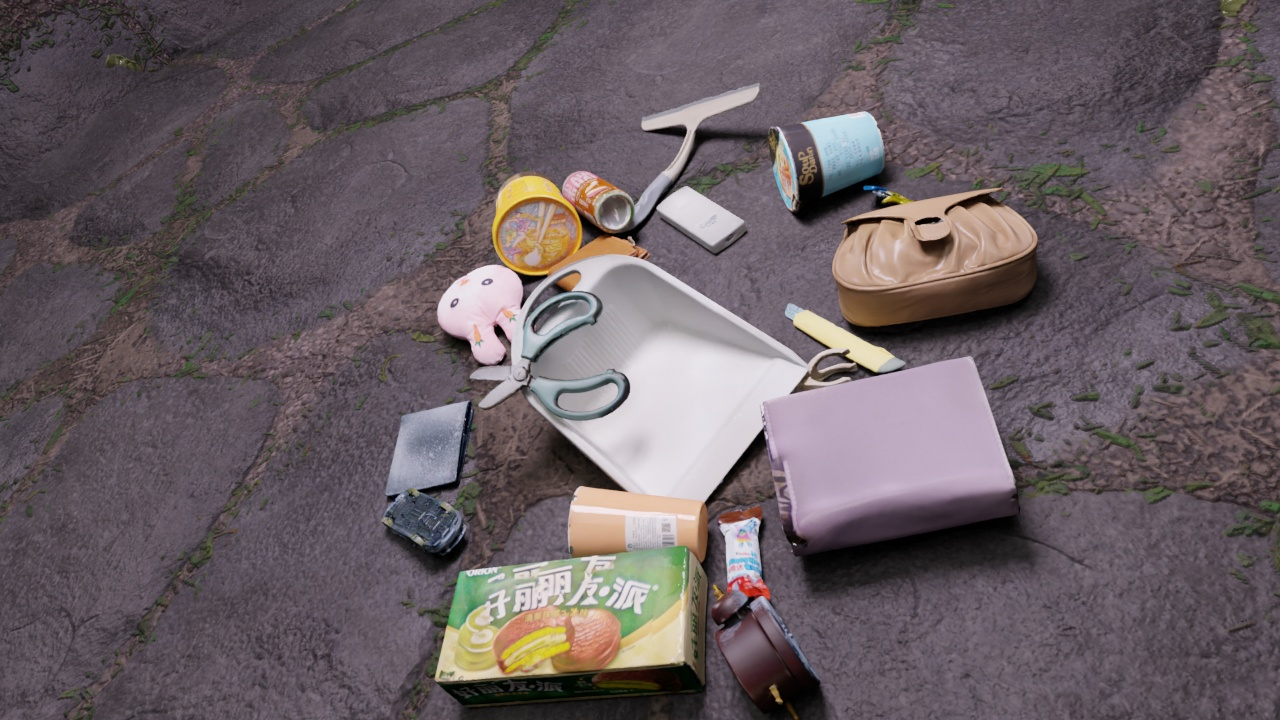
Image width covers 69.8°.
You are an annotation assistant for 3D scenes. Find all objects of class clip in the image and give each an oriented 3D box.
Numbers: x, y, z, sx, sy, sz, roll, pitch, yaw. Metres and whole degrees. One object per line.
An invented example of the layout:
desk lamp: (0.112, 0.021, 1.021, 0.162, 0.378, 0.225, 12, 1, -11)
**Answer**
clip: (0.181, 0.013, 0.959, 0.104, 0.035, 0.089, 4, 55, 39)

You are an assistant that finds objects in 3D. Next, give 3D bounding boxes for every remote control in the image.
remote control: (0.078, -0.186, 1.201, 0.056, 0.019, 0.135, -38, 45, -11)

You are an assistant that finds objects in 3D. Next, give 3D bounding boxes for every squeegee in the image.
squeegee: (0.036, -0.262, 1.280, 0.247, 0.039, 0.246, 1, 55, 51)

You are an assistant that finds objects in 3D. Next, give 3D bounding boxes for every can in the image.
can: (-0.059, -0.217, 1.248, 0.058, 0.058, 0.147, -34, 31, -7)

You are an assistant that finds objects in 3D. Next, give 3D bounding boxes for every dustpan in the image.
dustpan: (-0.006, 0.006, 0.963, 0.258, 0.142, 0.222, 29, 75, 44)

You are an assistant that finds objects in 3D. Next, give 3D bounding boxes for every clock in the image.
clock: (0.097, 0.234, 0.758, 0.055, 0.082, 0.122, -35, 50, 1)

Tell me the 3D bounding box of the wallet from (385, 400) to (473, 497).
wallet: (-0.252, 0.106, 1.095, 0.097, 0.019, 0.120, -13, 47, 17)

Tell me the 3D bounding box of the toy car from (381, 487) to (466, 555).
toy car: (-0.239, 0.177, 1.009, 0.121, 0.037, 0.054, 13, 57, 46)

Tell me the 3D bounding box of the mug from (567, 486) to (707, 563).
mug: (0.000, 0.161, 0.876, 0.123, 0.078, 0.078, -1, 49, 15)

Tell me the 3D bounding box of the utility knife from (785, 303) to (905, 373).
utility knife: (0.212, -0.027, 0.990, 0.031, 0.019, 0.175, -36, 45, -15)

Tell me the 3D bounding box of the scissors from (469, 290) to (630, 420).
scissors: (-0.085, 0.015, 0.953, 0.174, 0.019, 0.176, -41, 73, -9)

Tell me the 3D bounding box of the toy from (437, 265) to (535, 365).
toy: (-0.200, -0.063, 1.203, 0.121, 0.054, 0.159, -35, 52, -7)

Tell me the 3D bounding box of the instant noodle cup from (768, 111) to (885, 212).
instant noodle cup: (0.233, -0.252, 1.136, 0.120, 0.111, 0.111, -16, 44, -1)

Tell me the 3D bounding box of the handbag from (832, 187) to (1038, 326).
handbag: (0.305, -0.116, 0.968, 0.205, 0.100, 0.147, -11, 43, 12)

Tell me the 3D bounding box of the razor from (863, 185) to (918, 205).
razor: (0.334, -0.183, 1.075, 0.143, 0.022, 0.042, 18, 15, 33)

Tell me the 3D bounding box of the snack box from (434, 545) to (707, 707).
snack box: (-0.061, 0.245, 0.838, 0.240, 0.063, 0.114, -10, 45, 18)

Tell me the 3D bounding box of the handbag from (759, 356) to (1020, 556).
handbag: (0.218, 0.091, 0.820, 0.197, 0.098, 0.144, -14, 44, 13)

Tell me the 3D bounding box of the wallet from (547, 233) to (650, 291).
wallet: (-0.055, -0.123, 1.178, 0.107, 0.031, 0.132, -36, 27, -10)

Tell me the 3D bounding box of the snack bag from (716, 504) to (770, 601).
snack bag: (0.095, 0.182, 0.848, 0.045, 0.026, 0.105, -17, 43, 16)

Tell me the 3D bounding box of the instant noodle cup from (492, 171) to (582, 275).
instant noodle cup: (-0.147, -0.194, 1.254, 0.118, 0.118, 0.114, -25, 37, 3)
